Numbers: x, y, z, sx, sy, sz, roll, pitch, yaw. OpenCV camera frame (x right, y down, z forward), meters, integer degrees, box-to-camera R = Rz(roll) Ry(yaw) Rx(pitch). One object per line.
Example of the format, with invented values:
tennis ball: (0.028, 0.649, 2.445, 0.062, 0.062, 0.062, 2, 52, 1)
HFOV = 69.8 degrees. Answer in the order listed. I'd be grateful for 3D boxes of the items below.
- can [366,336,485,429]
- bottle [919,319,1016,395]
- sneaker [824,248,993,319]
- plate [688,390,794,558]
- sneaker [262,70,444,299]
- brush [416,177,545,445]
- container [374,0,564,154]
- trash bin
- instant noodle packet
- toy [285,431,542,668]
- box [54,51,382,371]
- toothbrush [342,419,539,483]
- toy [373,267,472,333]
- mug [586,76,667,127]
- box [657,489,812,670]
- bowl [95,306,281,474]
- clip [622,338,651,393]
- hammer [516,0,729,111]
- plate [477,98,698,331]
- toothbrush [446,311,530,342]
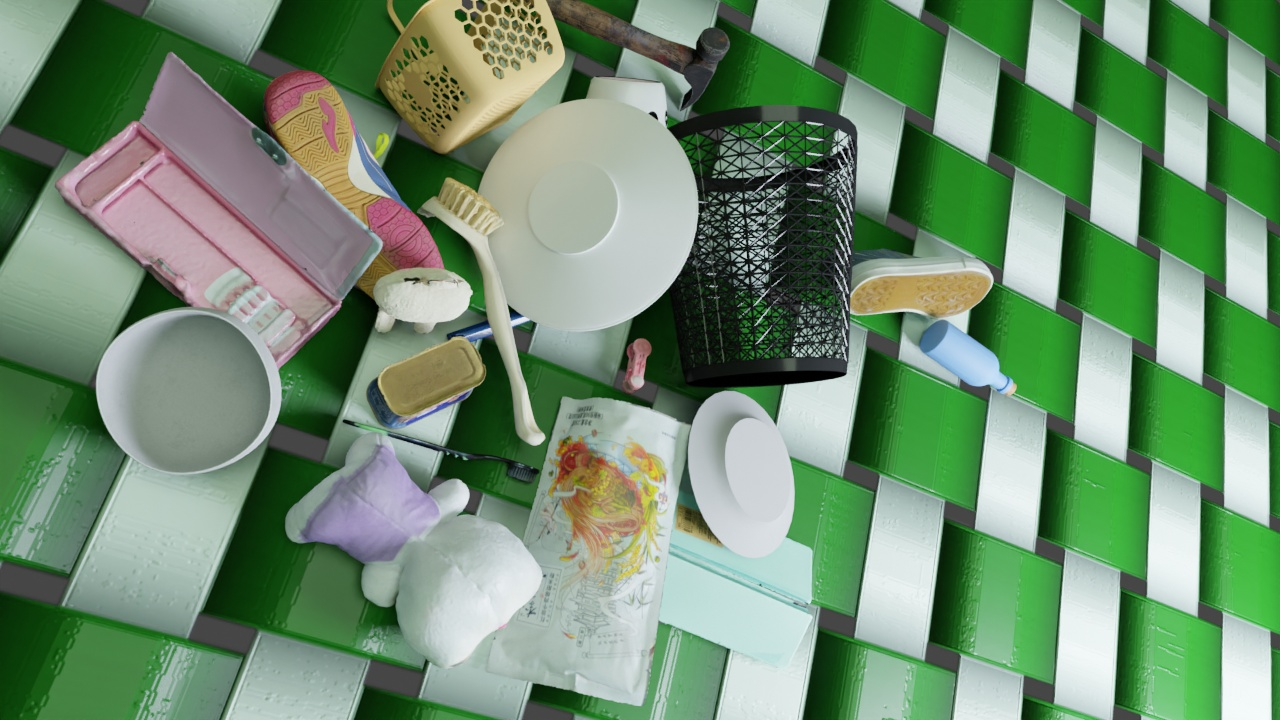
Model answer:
can: (-0.194, 0.020, 0.836, 0.099, 0.059, 0.054, -27, 88, -29)
bottle: (0.406, 0.003, 1.122, 0.131, 0.048, 0.048, 32, 65, -14)
sneaker: (0.322, -0.104, 1.100, 0.235, 0.088, 0.079, -2, 45, -29)
plate: (0.114, 0.113, 0.939, 0.172, 0.019, 0.172, 20, 61, -42)
sneaker: (-0.260, -0.151, 0.849, 0.116, 0.091, 0.242, -35, 112, -21)
brush: (-0.140, -0.049, 0.867, 0.062, 0.077, 0.272, -3, 70, -62)
container: (-0.178, -0.305, 0.862, 0.129, 0.184, 0.167, -37, 101, -28)
trash bin: (0.119, -0.101, 0.938, 0.216, 0.217, 0.243, 0, 83, -25)
instant noodle packet: (-0.041, 0.170, 0.861, 0.147, 0.057, 0.268, 11, 69, 2)
toy: (-0.188, 0.159, 0.791, 0.209, 0.086, 0.137, 41, 62, -4)
box: (-0.353, -0.121, 0.790, 0.233, 0.075, 0.173, 44, 96, -8)
toothbrush: (-0.183, 0.084, 0.850, 0.188, 0.014, 0.017, 18, 77, -19)
toy: (-0.193, -0.058, 0.818, 0.087, 0.113, 0.050, 2, 57, -33)
mug: (-0.008, -0.264, 0.990, 0.123, 0.090, 0.076, -28, 128, -57)
box: (0.090, 0.218, 0.924, 0.187, 0.056, 0.138, 25, 74, -18)
bowl: (-0.361, 0.023, 0.747, 0.131, 0.064, 0.132, -1, 93, -9)
clip: (-0.008, 0.008, 0.953, 0.023, 0.041, 0.059, 22, 57, -22)
hammer: (-0.074, -0.370, 0.990, 0.330, 0.120, 0.033, 22, 67, -8)
plate: (-0.060, -0.143, 0.878, 0.230, 0.030, 0.229, -1, 85, 15)
toothbrush: (-0.104, -0.050, 0.920, 0.189, 0.017, 0.016, -21, 84, -28)
